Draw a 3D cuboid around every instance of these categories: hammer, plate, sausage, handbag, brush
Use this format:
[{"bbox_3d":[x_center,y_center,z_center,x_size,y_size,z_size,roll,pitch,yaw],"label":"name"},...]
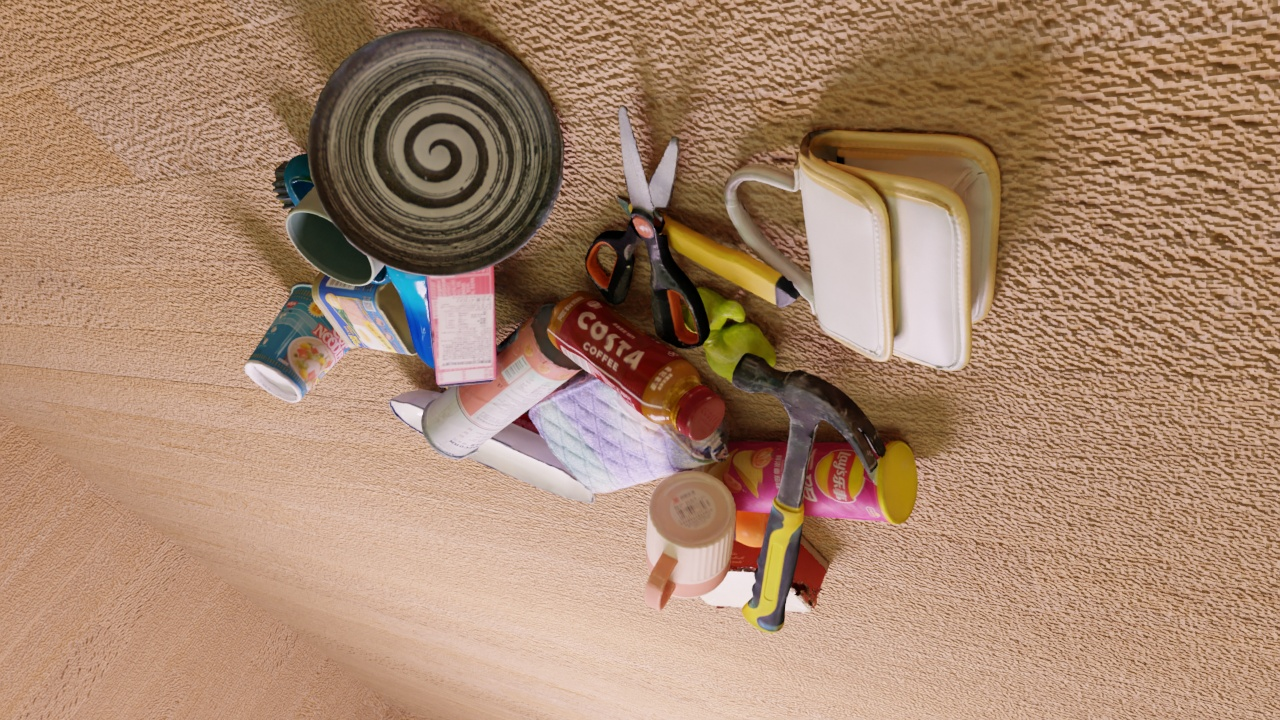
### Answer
[{"bbox_3d":[0.130,0.139,0.804,0.126,0.031,0.324,24,136,23],"label":"hammer"},{"bbox_3d":[-0.145,-0.147,0.662,0.179,0.024,0.180,-5,116,-10],"label":"plate"},{"bbox_3d":[-0.162,0.060,1.061,0.156,0.020,0.020,19,147,16],"label":"sausage"},{"bbox_3d":[0.139,-0.073,0.612,0.179,0.063,0.163,14,144,29],"label":"handbag"},{"bbox_3d":[-0.267,-0.128,0.840,0.074,0.055,0.144,-1,137,39],"label":"brush"},{"bbox_3d":[-0.014,0.059,0.889,0.134,0.075,0.194,51,145,-11],"label":"handbag"},{"bbox_3d":[-0.168,0.097,1.078,0.266,0.034,0.162,22,160,9],"label":"plate"}]

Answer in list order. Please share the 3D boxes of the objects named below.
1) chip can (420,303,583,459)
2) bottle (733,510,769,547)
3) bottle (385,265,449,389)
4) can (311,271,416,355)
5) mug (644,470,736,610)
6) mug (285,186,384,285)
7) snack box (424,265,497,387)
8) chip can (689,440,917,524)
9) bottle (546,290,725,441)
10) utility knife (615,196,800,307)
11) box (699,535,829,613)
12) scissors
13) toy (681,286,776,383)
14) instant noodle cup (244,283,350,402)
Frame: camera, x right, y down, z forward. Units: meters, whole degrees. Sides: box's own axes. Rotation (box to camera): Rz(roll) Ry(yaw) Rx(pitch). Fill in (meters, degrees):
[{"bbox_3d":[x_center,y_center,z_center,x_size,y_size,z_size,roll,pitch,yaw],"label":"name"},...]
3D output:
[{"bbox_3d":[-0.134,0.025,0.898,0.071,0.071,0.215,39,134,-17],"label":"chip can"},{"bbox_3d":[0.081,0.151,0.971,0.150,0.066,0.067,8,144,40],"label":"bottle"},{"bbox_3d":[-0.198,-0.039,0.903,0.065,0.065,0.219,20,147,13],"label":"bottle"},{"bbox_3d":[-0.275,-0.054,0.951,0.083,0.057,0.102,9,144,24],"label":"can"},{"bbox_3d":[0.038,0.172,0.843,0.082,0.114,0.106,26,148,18],"label":"mug"},{"bbox_3d":[-0.222,-0.133,0.750,0.082,0.106,0.112,34,148,-8],"label":"mug"},{"bbox_3d":[-0.154,-0.071,0.773,0.058,0.057,0.208,-6,133,-13],"label":"snack box"},{"bbox_3d":[0.142,0.109,0.848,0.211,0.071,0.071,-4,136,41],"label":"chip can"},{"bbox_3d":[-0.004,0.004,0.756,0.175,0.057,0.057,37,157,36],"label":"bottle"},{"bbox_3d":[0.047,-0.083,0.675,0.168,0.015,0.033,32,158,24],"label":"utility knife"},{"bbox_3d":[0.123,0.248,1.055,0.169,0.076,0.091,-13,129,47],"label":"box"},{"bbox_3d":[-0.005,-0.094,0.690,0.198,0.021,0.227,16,143,47],"label":"scissors"},{"bbox_3d":[0.073,-0.017,0.761,0.100,0.031,0.097,34,151,-3],"label":"toy"},{"bbox_3d":[-0.384,-0.015,1.038,0.099,0.109,0.099,20,148,13],"label":"instant noodle cup"}]
